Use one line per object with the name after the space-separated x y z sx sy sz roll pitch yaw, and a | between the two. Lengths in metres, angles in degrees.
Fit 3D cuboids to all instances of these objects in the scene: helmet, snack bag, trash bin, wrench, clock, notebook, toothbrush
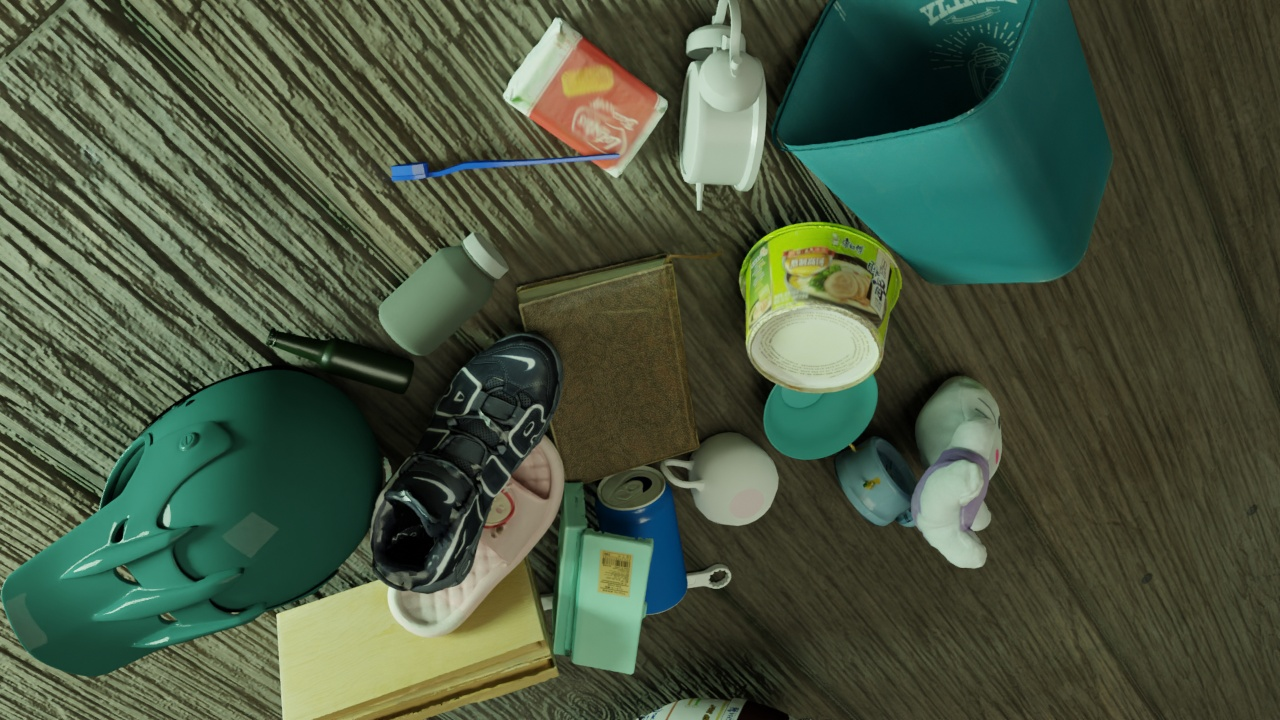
-0.345 0.127 0.745 0.275 0.200 0.176 -26 121 -1 | helmet
-0.043 -0.211 0.745 0.116 0.036 0.077 31 106 -27 | snack bag
0.260 -0.184 0.743 0.218 0.197 0.198 40 66 -37 | trash bin
-0.031 0.256 1.012 0.273 0.009 0.047 -5 118 -13 | wrench
0.261 0.131 0.978 0.124 0.088 0.052 28 124 -35 | clock
0.073 0.505 1.046 0.236 0.230 0.315 30 117 10 | helmet
0.068 -0.208 0.734 0.061 0.119 0.159 1 128 -7 | clock
-0.007 0.006 0.871 0.190 0.034 0.216 -15 121 -7 | notebook
-0.110 -0.161 0.746 0.187 0.016 0.011 -5 112 1 | toothbrush

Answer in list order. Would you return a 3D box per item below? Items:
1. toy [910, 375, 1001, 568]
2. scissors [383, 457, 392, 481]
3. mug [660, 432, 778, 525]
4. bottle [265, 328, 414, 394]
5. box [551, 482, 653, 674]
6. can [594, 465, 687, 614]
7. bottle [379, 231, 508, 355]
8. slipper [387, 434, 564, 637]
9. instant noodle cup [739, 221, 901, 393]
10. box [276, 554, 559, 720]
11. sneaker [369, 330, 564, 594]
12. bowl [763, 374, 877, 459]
0.324 0.111 0.942 0.086 0.208 0.138 -2 116 24 | toy
-0.248 0.151 0.894 0.127 0.014 0.127 -6 117 -12 | scissors
0.080 0.121 0.931 0.123 0.076 0.090 10 114 -22 | mug
-0.261 -0.002 0.798 0.123 0.033 0.033 19 111 -23 | bottle
-0.043 0.218 0.912 0.113 0.078 0.188 12 124 10 | box
0.002 0.187 0.944 0.079 0.079 0.146 -15 120 -8 | can
-0.166 -0.057 0.779 0.108 0.060 0.060 -41 120 8 | bottle
-0.153 0.160 0.860 0.107 0.056 0.221 34 85 4 | slipper
0.157 -0.042 0.822 0.146 0.097 0.146 9 142 7 | instant noodle cup
-0.218 0.275 0.896 0.249 0.128 0.092 -17 130 -6 | box
-0.153 0.085 0.758 0.097 0.151 0.252 27 91 2 | sneaker
0.174 0.037 0.931 0.121 0.046 0.121 -7 119 -12 | bowl
